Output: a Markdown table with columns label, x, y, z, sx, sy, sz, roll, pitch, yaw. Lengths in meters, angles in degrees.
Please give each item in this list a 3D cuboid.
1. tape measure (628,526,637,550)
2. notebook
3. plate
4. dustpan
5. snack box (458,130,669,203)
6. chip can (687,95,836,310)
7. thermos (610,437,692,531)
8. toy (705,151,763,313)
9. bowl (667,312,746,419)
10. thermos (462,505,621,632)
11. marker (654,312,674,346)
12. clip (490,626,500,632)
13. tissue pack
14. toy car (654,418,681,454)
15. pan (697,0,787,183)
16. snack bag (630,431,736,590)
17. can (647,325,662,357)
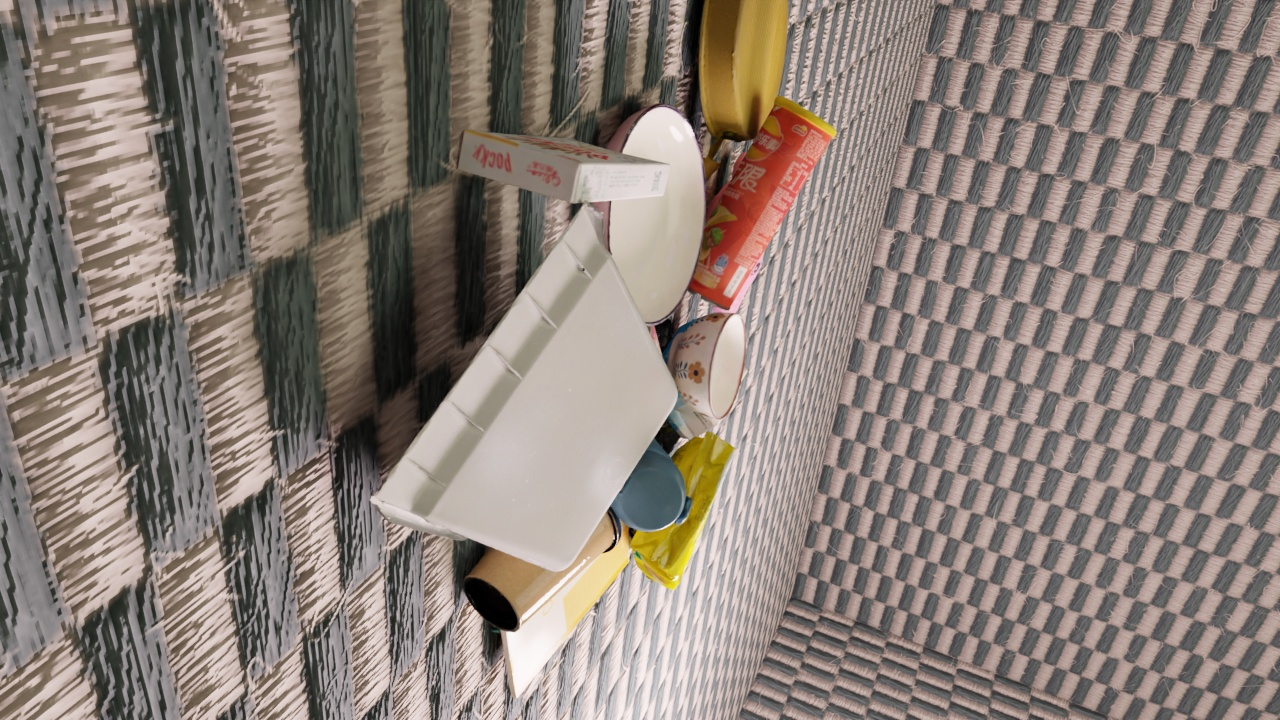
| label | x | y | z | sx | sy | sz | roll | pitch | yaw |
| --- | --- | --- | --- | --- | --- | --- | --- | --- | --- |
| tape measure | -0.021 | 0.190 | 1.074 | 0.065 | 0.033 | 0.066 | -64 | 159 | -21 |
| notebook | -0.069 | 0.216 | 0.911 | 0.205 | 0.010 | 0.146 | -43 | 143 | -44 |
| plate | 0.003 | -0.128 | 0.810 | 0.191 | 0.039 | 0.192 | -30 | 124 | -58 |
| dustpan | -0.088 | 0.035 | 0.662 | 0.222 | 0.143 | 0.258 | -56 | 141 | -15 |
| snack box | -0.046 | -0.132 | 0.626 | 0.156 | 0.085 | 0.027 | -26 | 132 | -66 |
| chip can | 0.117 | -0.159 | 0.950 | 0.217 | 0.073 | 0.073 | -61 | 164 | 13 |
| thermos | -0.009 | 0.092 | 0.804 | 0.220 | 0.070 | 0.070 | -140 | -116 | -76 |
| toy | 0.108 | -0.129 | 1.083 | 0.178 | 0.075 | 0.195 | -67 | 163 | -44 |
| bowl | 0.066 | 0.003 | 0.971 | 0.113 | 0.062 | 0.113 | 9 | 90 | -68 |
| thermos | -0.084 | 0.162 | 0.792 | 0.142 | 0.093 | 0.093 | -44 | 147 | -40 |
| marker | 0.028 | -0.058 | 0.966 | 0.018 | 0.022 | 0.130 | -57 | -168 | 36 |
| clip | -0.122 | 0.241 | 0.857 | 0.057 | 0.014 | 0.046 | 11 | 94 | -72 |
| tissue pack | 0.061 | 0.019 | 1.066 | 0.090 | 0.063 | 0.139 | 51 | 44 | -16 |
| toy car | 0.040 | 0.072 | 1.123 | 0.157 | 0.042 | 0.070 | -41 | 149 | -48 |
| pan | 0.079 | -0.248 | 0.948 | 0.197 | 0.078 | 0.357 | -3 | 103 | -69 |
| snack bag | 0.043 | 0.175 | 1.050 | 0.247 | 0.068 | 0.157 | 90 | 24 | -73 |
| can | -0.005 | 0.005 | 0.910 | 0.147 | 0.058 | 0.057 | 72 | 39 | -60 |
